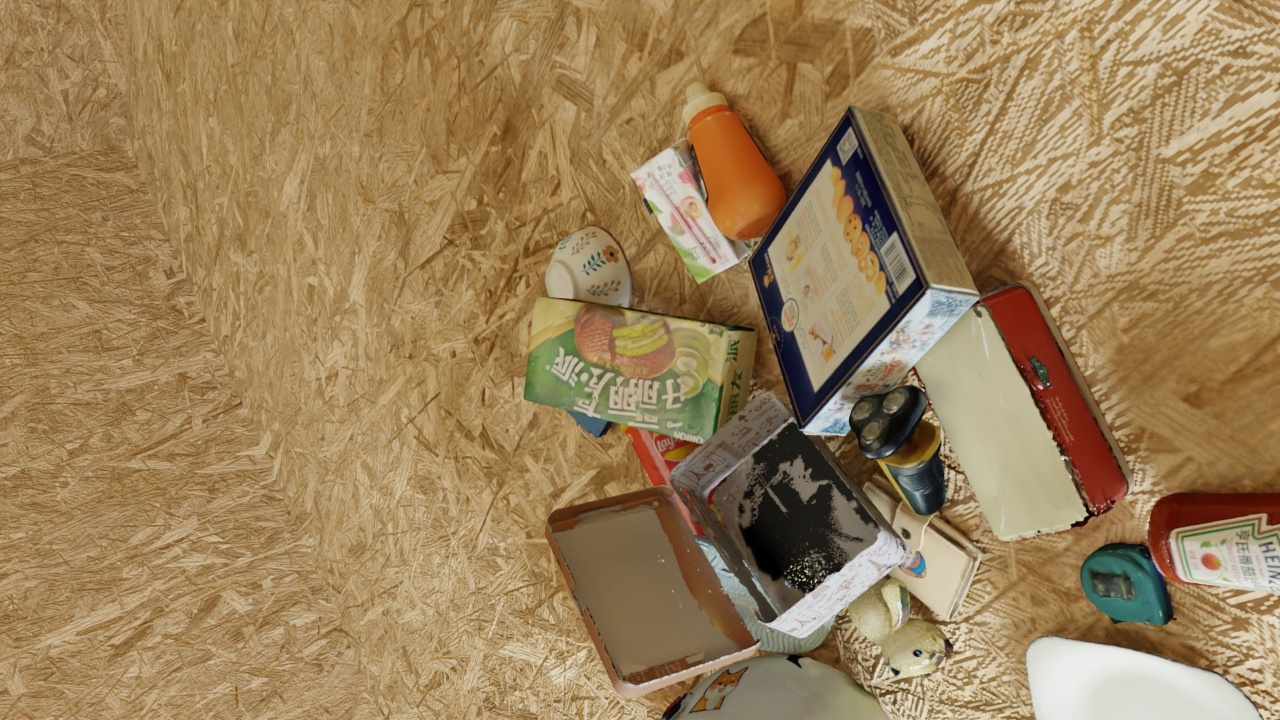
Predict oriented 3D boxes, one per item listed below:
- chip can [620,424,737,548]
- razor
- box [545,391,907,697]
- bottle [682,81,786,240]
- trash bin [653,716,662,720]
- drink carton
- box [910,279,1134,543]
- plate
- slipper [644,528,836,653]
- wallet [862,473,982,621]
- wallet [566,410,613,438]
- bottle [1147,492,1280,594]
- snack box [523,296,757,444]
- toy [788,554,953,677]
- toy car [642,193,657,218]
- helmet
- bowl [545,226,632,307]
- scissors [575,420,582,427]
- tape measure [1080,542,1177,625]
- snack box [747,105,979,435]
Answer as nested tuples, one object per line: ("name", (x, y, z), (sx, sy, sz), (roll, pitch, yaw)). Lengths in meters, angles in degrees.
("chip can", (0.059, 0.146, 0.974), (0.216, 0.073, 0.073), (61, 144, 11))
("razor", (0.202, 0.075, 0.699), (0.068, 0.062, 0.167), (30, 168, 37))
("box", (0.070, 0.158, 0.787), (0.179, 0.273, 0.126), (57, 170, 38))
("bottle", (0.075, -0.180, 0.806), (0.067, 0.066, 0.149), (-43, 63, 53))
("trash bin", (0.040, 0.510, 1.067), (0.228, 0.191, 0.228), (28, 127, 44))
("drink carton", (0.046, -0.135, 0.839), (0.054, 0.045, 0.122), (-25, 102, 37))
("box", (0.257, 0.039, 0.646), (0.092, 0.079, 0.168), (-34, 77, 54))
("plate", (0.364, 0.275, 0.654), (0.165, 0.034, 0.163), (0, 106, 53))
("slipper", (0.070, 0.220, 0.887), (0.074, 0.245, 0.104), (-145, 70, -79))
("wallet", (0.232, 0.157, 0.787), (0.115, 0.024, 0.087), (40, 133, 39))
("wallet", (-0.072, 0.020, 1.108), (0.133, 0.040, 0.107), (47, 134, 17))
("bottle", (0.395, 0.103, 0.506), (0.207, 0.059, 0.060), (-10, 98, 55))
("snack box", (-0.005, 0.005, 0.923), (0.240, 0.063, 0.114), (12, 97, 33))
("toy", (0.198, 0.218, 0.812), (0.157, 0.066, 0.105), (35, 149, 22))
("toy car", (0.037, -0.170, 0.881), (0.091, 0.035, 0.042), (-36, 78, 51))
("helmet", (0.144, 0.371, 0.884), (0.230, 0.156, 0.275), (42, 154, -8))
("bowl", (-0.068, -0.090, 1.037), (0.113, 0.062, 0.114), (30, 131, 43))
("scissors", (-0.083, 0.005, 1.146), (0.136, 0.014, 0.174), (-36, 78, 55))
("tape measure", (0.337, 0.156, 0.641), (0.055, 0.025, 0.058), (-17, 92, 54))
("snack box", (0.158, -0.065, 0.702), (0.183, 0.045, 0.177), (120, 146, -49))
